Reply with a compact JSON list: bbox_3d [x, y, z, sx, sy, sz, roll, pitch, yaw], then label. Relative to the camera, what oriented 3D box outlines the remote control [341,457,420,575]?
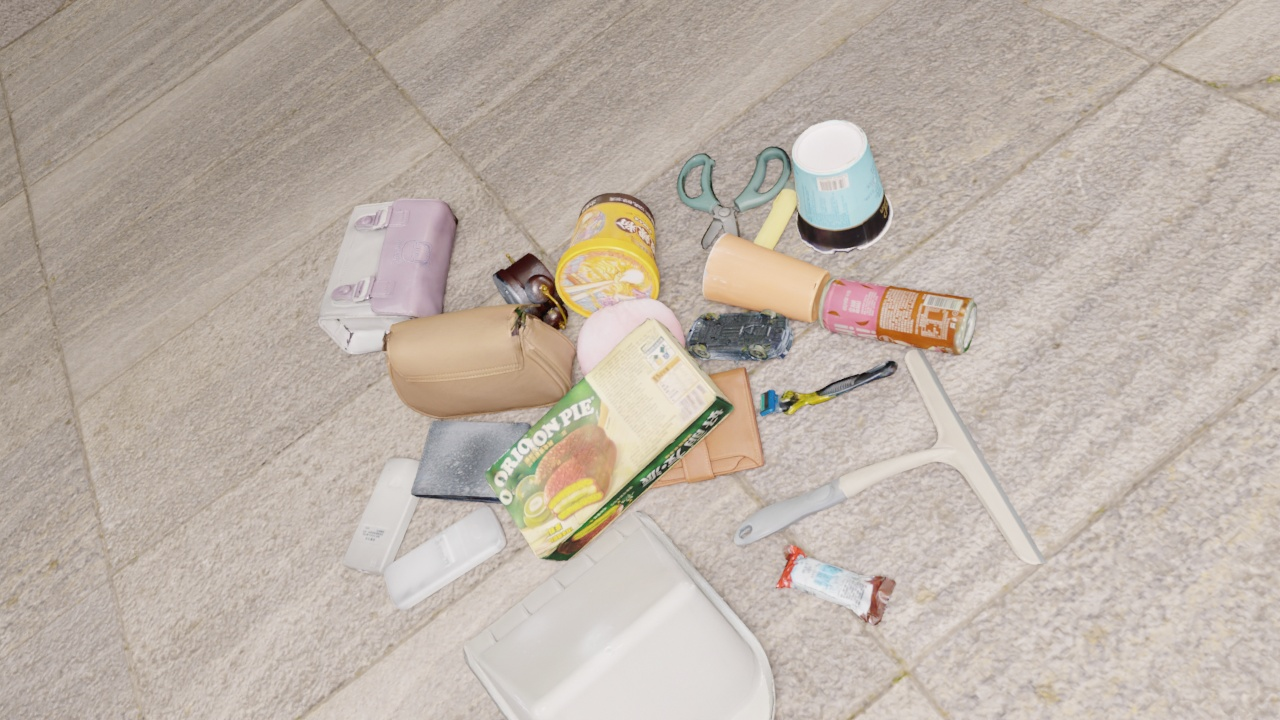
[{"bbox_3d":[-0.282,0.172,1.027,0.056,0.019,0.134,3,58,24],"label":"remote control"}]

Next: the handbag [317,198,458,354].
[{"bbox_3d":[-0.323,-0.116,1.198,0.145,0.098,0.196,-5,56,13],"label":"handbag"}]

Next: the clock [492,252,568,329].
[{"bbox_3d":[-0.126,-0.078,1.095,0.055,0.082,0.122,-38,45,-14],"label":"clock"}]

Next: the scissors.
[{"bbox_3d":[0.123,-0.208,1.123,0.177,0.019,0.174,-20,51,8],"label":"scissors"}]

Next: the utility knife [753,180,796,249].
[{"bbox_3d":[0.144,-0.140,1.068,0.031,0.019,0.175,19,65,34],"label":"utility knife"}]

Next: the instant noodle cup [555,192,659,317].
[{"bbox_3d":[-0.033,-0.125,1.073,0.119,0.118,0.114,-8,46,17],"label":"instant noodle cup"}]

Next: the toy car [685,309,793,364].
[{"bbox_3d":[0.106,-0.024,0.994,0.121,0.037,0.054,2,58,35],"label":"toy car"}]

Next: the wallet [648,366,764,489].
[{"bbox_3d":[0.053,0.071,0.933,0.132,0.031,0.107,-13,71,14],"label":"wallet"}]

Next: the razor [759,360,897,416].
[{"bbox_3d":[0.191,0.029,0.927,0.143,0.022,0.042,-19,24,16],"label":"razor"}]

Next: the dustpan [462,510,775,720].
[{"bbox_3d":[-0.010,0.276,0.805,0.222,0.142,0.258,-36,12,-14],"label":"dustpan"}]

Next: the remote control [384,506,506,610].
[{"bbox_3d":[-0.207,0.209,0.971,0.136,0.020,0.056,-33,50,-1],"label":"remote control"}]

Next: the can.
[{"bbox_3d":[0.259,-0.046,0.930,0.147,0.058,0.057,13,63,29],"label":"can"}]

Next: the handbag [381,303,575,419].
[{"bbox_3d":[-0.179,-0.004,1.023,0.205,0.148,0.099,-7,57,13],"label":"handbag"}]

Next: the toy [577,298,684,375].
[{"bbox_3d":[-0.006,0.006,1.007,0.121,0.054,0.159,-19,65,9],"label":"toy"}]

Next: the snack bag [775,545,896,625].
[{"bbox_3d":[0.170,0.198,0.819,0.105,0.026,0.045,15,63,29],"label":"snack bag"}]

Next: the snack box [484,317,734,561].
[{"bbox_3d":[-0.033,0.081,0.912,0.240,0.063,0.114,-44,63,9],"label":"snack box"}]

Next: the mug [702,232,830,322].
[{"bbox_3d":[0.139,-0.086,0.997,0.123,0.078,0.078,19,66,22],"label":"mug"}]

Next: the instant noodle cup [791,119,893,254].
[{"bbox_3d":[0.216,-0.197,1.011,0.111,0.120,0.111,-11,54,15],"label":"instant noodle cup"}]

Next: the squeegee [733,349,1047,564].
[{"bbox_3d":[0.198,0.118,0.856,0.247,0.039,0.246,-23,52,7],"label":"squeegee"}]

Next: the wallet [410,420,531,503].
[{"bbox_3d":[-0.189,0.111,1.023,0.121,0.019,0.097,1,56,13],"label":"wallet"}]
